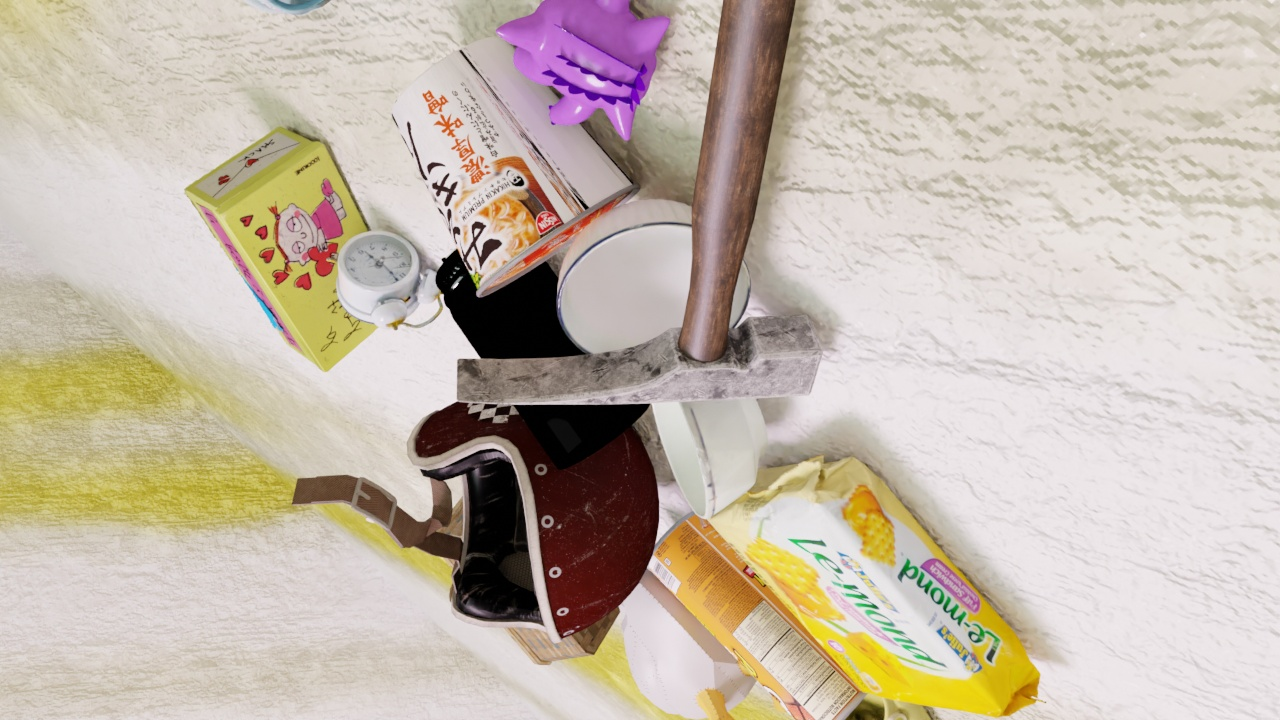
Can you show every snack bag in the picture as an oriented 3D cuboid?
[{"bbox_3d":[0.170,0.167,0.688,0.247,0.068,0.160,48,152,-9],"label":"snack bag"}]

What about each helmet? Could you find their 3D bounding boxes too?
[{"bbox_3d":[-0.111,0.128,0.809,0.253,0.233,0.234,-4,121,5],"label":"helmet"}]

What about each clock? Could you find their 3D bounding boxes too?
[{"bbox_3d":[-0.242,-0.072,0.888,0.117,0.083,0.057,38,146,12],"label":"clock"}]

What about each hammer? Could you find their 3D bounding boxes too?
[{"bbox_3d":[0.007,-0.087,0.469,0.217,0.037,0.301,-2,136,-8],"label":"hammer"}]

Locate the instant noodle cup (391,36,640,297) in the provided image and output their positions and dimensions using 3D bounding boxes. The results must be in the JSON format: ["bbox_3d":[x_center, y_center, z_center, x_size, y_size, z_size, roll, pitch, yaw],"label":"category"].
[{"bbox_3d":[-0.085,-0.124,0.574,0.122,0.123,0.124,56,152,-4],"label":"instant noodle cup"}]

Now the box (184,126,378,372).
[{"bbox_3d":[-0.338,-0.107,0.926,0.082,0.124,0.221,27,148,34],"label":"box"}]

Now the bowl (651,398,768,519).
[{"bbox_3d":[0.053,0.050,0.664,0.117,0.061,0.117,163,91,-80],"label":"bowl"}]

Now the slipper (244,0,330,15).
[{"bbox_3d":[-0.222,-0.274,0.580,0.246,0.074,0.104,10,137,45],"label":"slipper"}]

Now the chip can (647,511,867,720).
[{"bbox_3d":[0.104,0.235,0.825,0.215,0.075,0.075,42,155,25],"label":"chip can"}]

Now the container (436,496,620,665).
[{"bbox_3d":[-0.149,0.253,1.150,0.187,0.157,0.250,-6,126,42],"label":"container"}]

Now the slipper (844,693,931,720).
[{"bbox_3d":[0.219,0.342,0.860,0.092,0.081,0.191,8,134,45],"label":"slipper"}]

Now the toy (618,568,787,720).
[{"bbox_3d":[0.044,0.284,0.958,0.268,0.140,0.247,35,164,46],"label":"toy"}]

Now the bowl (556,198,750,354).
[{"bbox_3d":[0.005,-0.057,0.573,0.118,0.118,0.062,76,-177,-47],"label":"bowl"}]

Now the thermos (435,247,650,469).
[{"bbox_3d":[-0.085,-0.021,0.713,0.198,0.086,0.086,53,155,11],"label":"thermos"}]

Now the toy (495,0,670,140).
[{"bbox_3d":[-0.030,-0.167,0.491,0.088,0.055,0.106,29,131,7],"label":"toy"}]
